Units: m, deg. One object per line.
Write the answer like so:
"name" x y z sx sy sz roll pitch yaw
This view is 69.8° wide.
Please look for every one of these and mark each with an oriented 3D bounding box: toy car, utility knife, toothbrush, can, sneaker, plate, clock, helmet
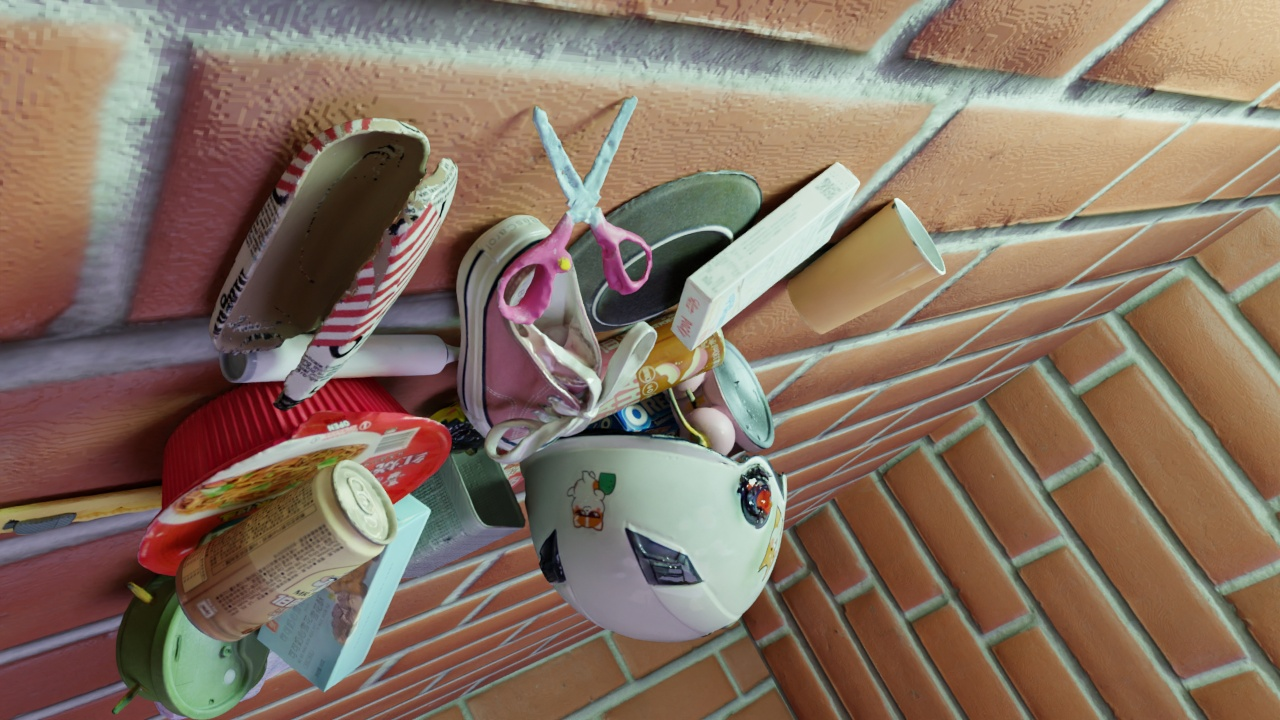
"toy car" -0.135 0.051 0.725 0.048 0.032 0.105 -33 166 9
"utility knife" -0.351 0.091 0.545 0.220 0.022 0.031 1 139 -50
"toothbrush" -0.150 -0.003 0.568 0.220 0.027 0.026 -2 124 -55
"can" -0.203 0.110 0.527 0.116 0.058 0.058 -32 162 8
"sneaker" -0.060 0.010 0.592 0.118 0.088 0.241 -37 159 -23
"plate" 0.013 -0.066 0.649 0.179 0.024 0.180 -26 162 -9
"clock" 0.067 0.040 0.871 0.060 0.117 0.158 -27 165 22
"helmet" 0.012 0.164 0.802 0.230 0.156 0.274 -6 161 23
"can" -0.004 0.004 0.755 0.147 0.058 0.058 -24 161 -18
"clock" -0.340 0.215 0.728 0.056 0.116 0.161 3 174 18

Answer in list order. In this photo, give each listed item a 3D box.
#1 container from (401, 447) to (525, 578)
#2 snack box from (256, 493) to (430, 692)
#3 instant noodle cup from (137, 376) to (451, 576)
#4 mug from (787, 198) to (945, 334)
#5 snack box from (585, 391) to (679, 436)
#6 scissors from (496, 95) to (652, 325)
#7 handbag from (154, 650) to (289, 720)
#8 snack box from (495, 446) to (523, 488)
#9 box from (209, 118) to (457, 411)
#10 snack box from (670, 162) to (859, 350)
"container" -0.177 0.127 0.777 0.114 0.090 0.090 -30 162 11
"snack box" -0.234 0.169 0.717 0.175 0.074 0.051 -63 167 21
"instant noodle cup" -0.219 0.062 0.577 0.193 0.066 0.194 -26 162 -9
"mug" 0.197 -0.079 0.820 0.123 0.078 0.078 -33 162 27
"snack box" 0.016 0.057 0.928 0.058 0.057 0.207 -44 157 30
"scissors" -0.027 -0.075 0.489 0.130 0.017 0.133 18 102 -44
"handbag" -0.384 0.272 0.870 0.134 0.075 0.194 -14 156 -38
"snack box" -0.146 0.112 0.881 0.153 0.025 0.075 -41 158 30
"box" -0.149 -0.050 0.426 0.164 0.083 0.075 -45 -167 38
"snack box" 0.092 -0.076 0.680 0.156 0.027 0.085 -38 166 -19
